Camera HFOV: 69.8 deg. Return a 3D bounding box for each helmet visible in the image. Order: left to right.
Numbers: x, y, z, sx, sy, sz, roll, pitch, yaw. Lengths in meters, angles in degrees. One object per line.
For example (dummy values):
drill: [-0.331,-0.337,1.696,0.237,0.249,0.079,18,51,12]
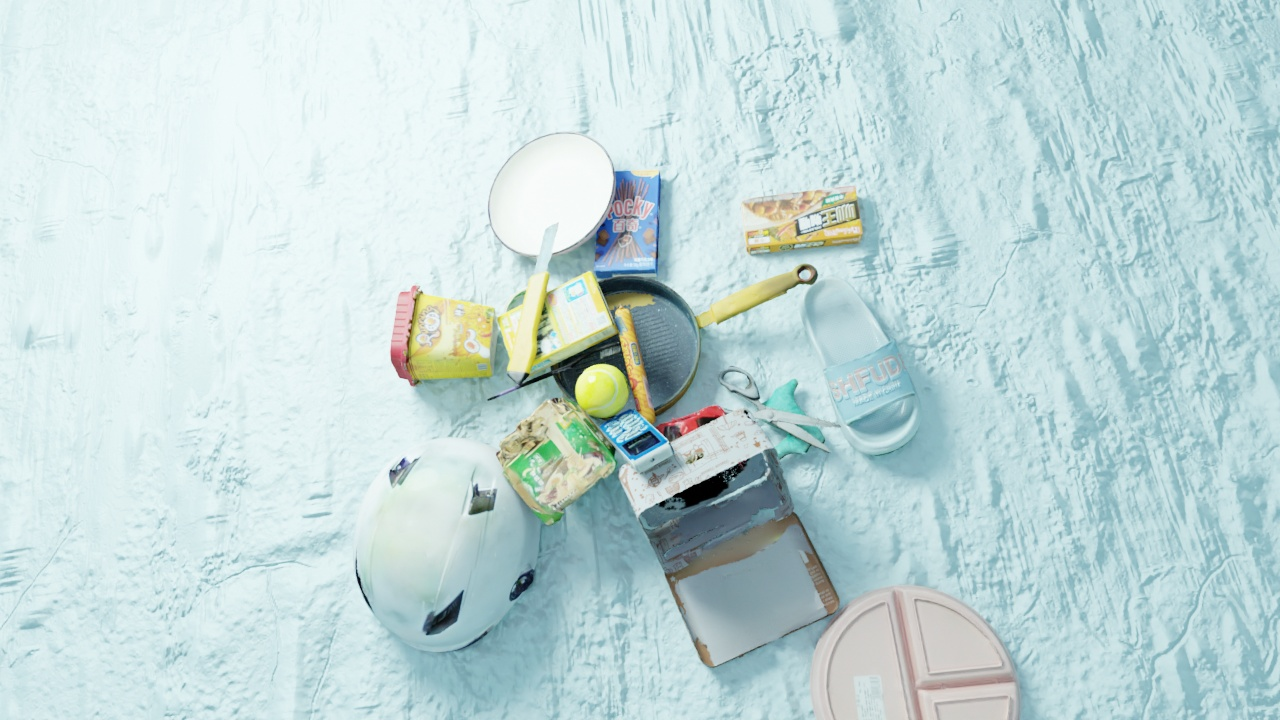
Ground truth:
helmet: [-0.240,0.209,1.086,0.229,0.146,0.258,18,74,14]

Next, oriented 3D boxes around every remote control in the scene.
remote control: [-0.005,0.092,1.060,0.049,0.125,0.024,-29,113,-11]

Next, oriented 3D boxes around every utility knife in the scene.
utility knife: [-0.132,-0.074,1.166,0.033,0.015,0.223,6,74,20]

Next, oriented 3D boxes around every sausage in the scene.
sausage: [-0.007,0.007,1.137,0.021,0.021,0.165,-14,75,2]

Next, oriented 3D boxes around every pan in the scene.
pan: [0.054,-0.045,1.173,0.357,0.078,0.197,-18,69,1]

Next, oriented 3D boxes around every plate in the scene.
plate: [-0.118,-0.224,1.270,0.193,0.039,0.192,-7,69,19]
plate: [0.305,0.365,1.018,0.229,0.028,0.229,-3,70,7]

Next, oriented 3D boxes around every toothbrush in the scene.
toothbrush: [-0.109,0.017,1.165,0.189,0.014,0.016,-23,80,7]

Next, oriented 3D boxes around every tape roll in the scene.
tape roll: [-0.144,-0.060,1.241,0.086,0.014,0.085,-3,70,7]

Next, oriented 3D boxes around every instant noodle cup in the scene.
instant noodle cup: [-0.252,-0.028,1.199,0.123,0.116,0.116,4,70,-3]

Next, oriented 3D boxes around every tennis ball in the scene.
tennis ball: [-0.046,0.037,1.116,0.065,0.065,0.065,-3,70,7]

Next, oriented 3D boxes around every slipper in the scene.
slipper: [0.270,-0.003,1.132,0.104,0.074,0.245,-20,67,-1]

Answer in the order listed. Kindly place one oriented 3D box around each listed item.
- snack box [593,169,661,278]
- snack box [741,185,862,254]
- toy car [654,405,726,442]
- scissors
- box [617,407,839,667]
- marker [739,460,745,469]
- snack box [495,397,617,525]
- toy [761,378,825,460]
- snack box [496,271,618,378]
snack box: [-0.017,-0.189,1.263,0.084,0.026,0.157,-1,70,8]
snack box: [0.215,-0.188,1.231,0.154,0.026,0.075,-6,70,6]
toy car: [0.058,0.091,1.131,0.106,0.031,0.049,-20,66,2]
scissors: [0.156,0.062,1.128,0.164,0.014,0.164,-25,64,18]
box: [0.100,0.204,1.071,0.179,0.136,0.269,-25,99,-2]
marker: [0.065,0.108,1.149,0.145,0.017,0.017,16,73,13]
snack box: [-0.090,0.112,1.107,0.118,0.105,0.117,-41,85,12]
toy: [0.183,0.081,1.137,0.096,0.030,0.092,-40,67,-4]
snack box: [-0.107,-0.045,1.176,0.140,0.034,0.087,-25,64,4]
